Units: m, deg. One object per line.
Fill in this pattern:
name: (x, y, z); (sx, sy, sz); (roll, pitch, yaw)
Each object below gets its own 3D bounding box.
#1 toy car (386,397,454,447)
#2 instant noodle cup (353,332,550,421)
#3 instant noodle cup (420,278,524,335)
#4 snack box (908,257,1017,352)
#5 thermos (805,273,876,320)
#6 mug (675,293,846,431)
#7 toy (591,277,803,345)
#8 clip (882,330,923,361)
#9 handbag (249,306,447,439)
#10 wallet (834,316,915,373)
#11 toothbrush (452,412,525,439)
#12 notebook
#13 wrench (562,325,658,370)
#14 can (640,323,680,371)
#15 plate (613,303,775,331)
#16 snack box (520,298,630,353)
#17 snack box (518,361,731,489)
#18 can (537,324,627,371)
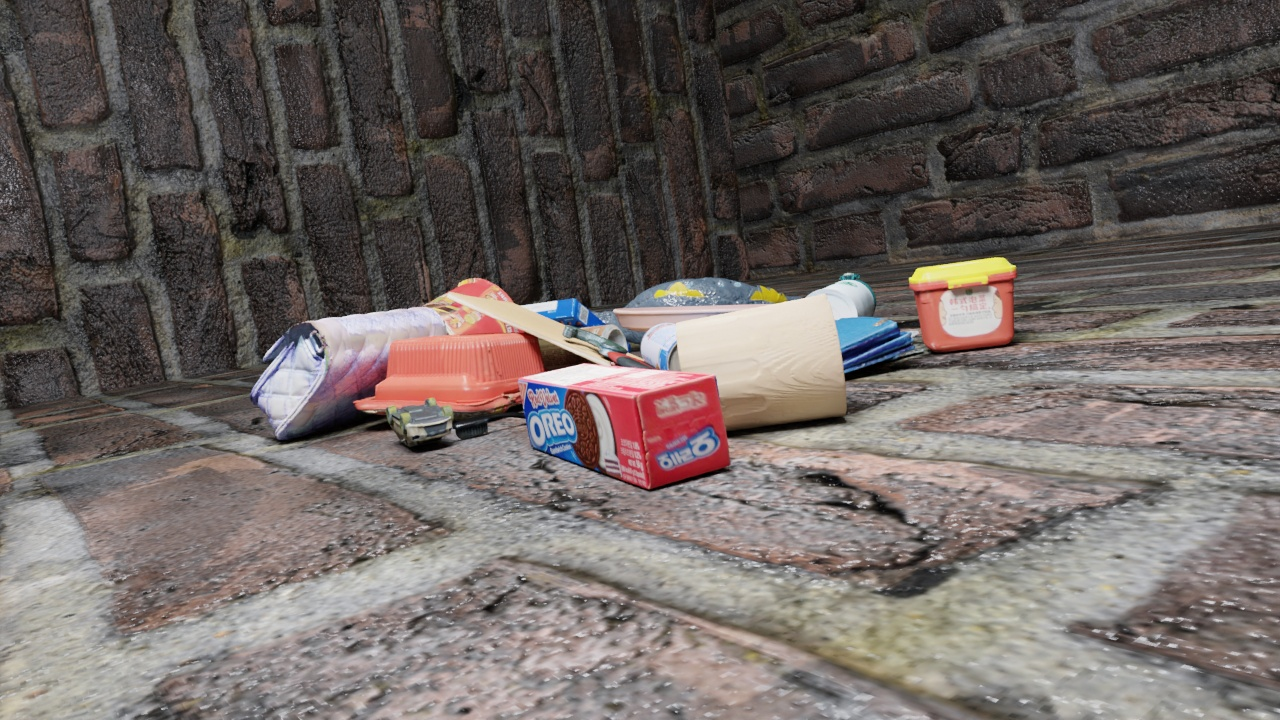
toy car: (-0.182, 0.053, 0.760); (0.042, 0.035, 0.090); (-13, 8, -25)
instant noodle cup: (-0.174, 0.013, 0.932); (0.165, 0.079, 0.188); (-1, 3, 24)
instant noodle cup: (-0.230, -0.024, 1.166); (0.138, 0.138, 0.108); (-4, 16, 35)
snack box: (0.302, -0.051, 0.857); (0.091, 0.080, 0.082); (-7, 5, 12)
thermos: (0.241, -0.064, 1.101); (0.073, 0.073, 0.223); (-6, 6, 21)
mug: (0.084, 0.010, 0.645); (0.103, 0.084, 0.125); (-9, -18, 6)
toy: (0.071, -0.067, 1.312); (0.356, 0.091, 0.138); (-6, -6, -2)
clip: (0.244, -0.010, 0.866); (0.057, 0.031, 0.025); (-22, 11, -33)
handbag: (-0.301, 0.005, 0.951); (0.134, 0.075, 0.193); (-43, -10, 23)
wallet: (0.173, -0.009, 0.835); (0.106, 0.040, 0.133); (-20, 9, -9)
toothbrush: (-0.079, 0.047, 0.810); (0.188, 0.017, 0.014); (-9, 17, -36)
notebook: (-0.085, -0.028, 0.978); (0.208, 0.008, 0.147); (23, 6, 19)
wrench: (-0.005, 0.005, 0.832); (0.056, 0.016, 0.273); (16, 6, -28)
can: (0.037, -0.005, 0.891); (0.053, 0.053, 0.134); (-9, 9, -10)
plate: (0.082, -0.052, 1.098); (0.229, 0.028, 0.229); (-2, 5, 0)
snack box: (-0.083, -0.033, 1.163); (0.085, 0.026, 0.157); (-6, -22, 25)
snack box: (-0.019, 0.036, 0.595); (0.058, 0.057, 0.208); (-14, 8, -24)
can: (-0.077, -0.009, 1.095); (0.116, 0.058, 0.058); (-5, 7, 29)
